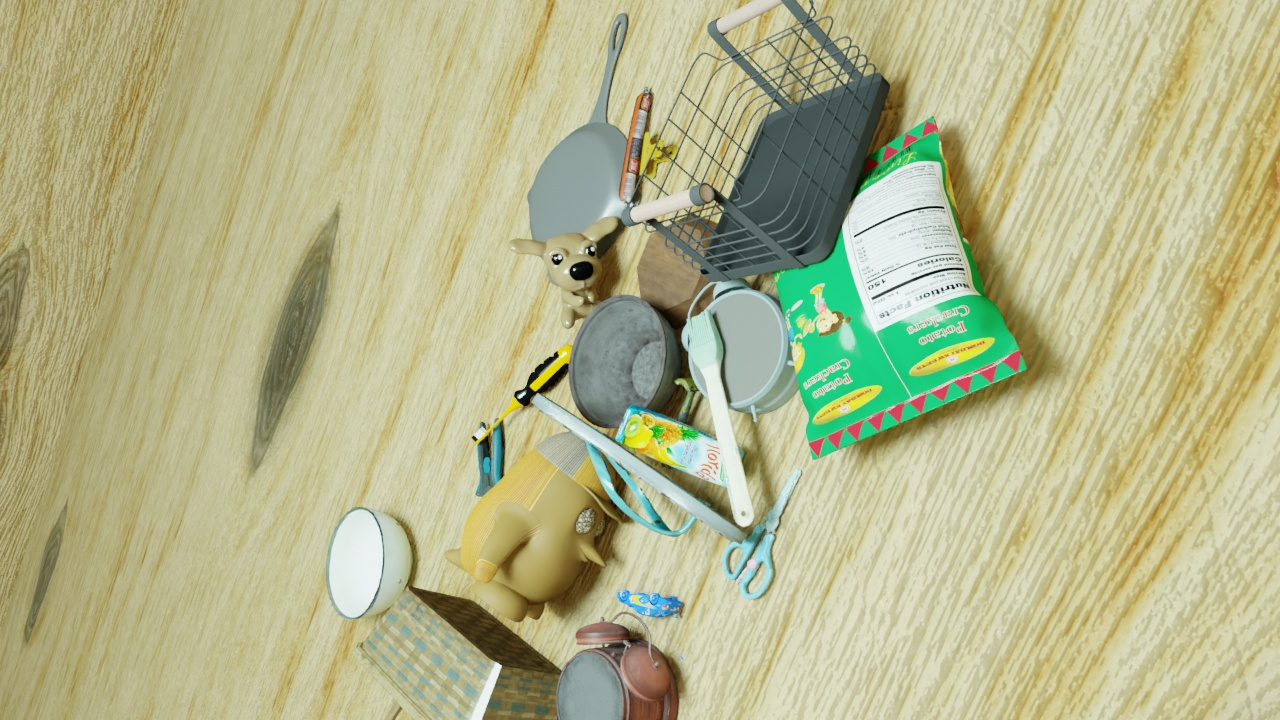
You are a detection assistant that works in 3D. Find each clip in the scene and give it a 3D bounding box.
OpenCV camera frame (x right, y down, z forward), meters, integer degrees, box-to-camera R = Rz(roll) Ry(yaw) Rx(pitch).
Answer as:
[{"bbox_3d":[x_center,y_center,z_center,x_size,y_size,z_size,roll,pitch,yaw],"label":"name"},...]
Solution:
[{"bbox_3d":[0.015,-0.243,1.065,0.047,0.039,0.053,-1,78,51],"label":"clip"}]

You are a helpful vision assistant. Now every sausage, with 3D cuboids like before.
[{"bbox_3d":[-0.007,-0.255,1.092,0.020,0.020,0.155,-2,74,44],"label":"sausage"}]

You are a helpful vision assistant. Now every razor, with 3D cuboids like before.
[{"bbox_3d":[0.043,0.067,0.970,0.026,0.042,0.106,31,112,35],"label":"razor"}]

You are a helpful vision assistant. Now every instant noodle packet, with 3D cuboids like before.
[{"bbox_3d":[0.203,-0.063,0.800,0.196,0.090,0.252,-30,55,35],"label":"instant noodle packet"}]

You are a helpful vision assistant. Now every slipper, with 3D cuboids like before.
[{"bbox_3d":[-0.011,0.121,0.929,0.269,0.098,0.054,33,89,26],"label":"slipper"}]

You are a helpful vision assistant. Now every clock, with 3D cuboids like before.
[{"bbox_3d":[-0.024,0.333,0.940,0.121,0.072,0.158,26,99,44],"label":"clock"},{"bbox_3d":[0.100,-0.018,0.922,0.123,0.045,0.159,-53,51,21],"label":"clock"}]

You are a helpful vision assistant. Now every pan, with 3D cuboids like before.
[{"bbox_3d":[-0.069,-0.270,1.159,0.217,0.024,0.354,13,89,45],"label":"pan"}]

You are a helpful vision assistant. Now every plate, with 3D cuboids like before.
[{"bbox_3d":[0.040,-0.101,1.012,0.132,0.025,0.131,-12,72,42],"label":"plate"}]

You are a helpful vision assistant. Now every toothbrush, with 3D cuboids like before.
[{"bbox_3d":[-0.147,0.046,1.150,0.031,0.031,0.197,45,114,-6],"label":"toothbrush"}]

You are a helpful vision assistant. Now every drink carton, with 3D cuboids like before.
[{"bbox_3d":[0.041,0.085,0.917,0.129,0.038,0.044,22,97,6],"label":"drink carton"}]

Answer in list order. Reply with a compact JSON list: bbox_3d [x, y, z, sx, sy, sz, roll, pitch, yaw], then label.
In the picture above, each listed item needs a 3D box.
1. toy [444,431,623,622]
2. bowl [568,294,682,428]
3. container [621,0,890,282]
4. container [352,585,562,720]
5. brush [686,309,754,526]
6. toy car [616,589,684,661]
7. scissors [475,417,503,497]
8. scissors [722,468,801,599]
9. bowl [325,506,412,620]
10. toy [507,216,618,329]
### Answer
[{"bbox_3d":[-0.100,0.176,1.012,0.162,0.198,0.203,32,84,15],"label":"toy"},{"bbox_3d":[-0.006,0.006,1.003,0.145,0.067,0.144,-12,72,42],"label":"bowl"},{"bbox_3d":[0.103,-0.200,0.844,0.163,0.130,0.240,-5,56,53],"label":"container"},{"bbox_3d":[-0.221,0.398,1.063,0.250,0.157,0.186,20,84,45],"label":"container"},{"bbox_3d":[0.078,0.054,0.888,0.033,0.012,0.217,-27,65,37],"label":"brush"},{"bbox_3d":[0.012,0.271,0.944,0.092,0.033,0.061,-8,68,43],"label":"toy car"},{"bbox_3d":[-0.198,0.147,1.187,0.137,0.019,0.129,41,103,36],"label":"scissors"},{"bbox_3d":[0.121,0.162,0.887,0.063,0.015,0.139,33,97,47],"label":"scissors"},{"bbox_3d":[-0.373,0.285,1.289,0.154,0.072,0.153,-13,71,41],"label":"bowl"},{"bbox_3d":[-0.078,-0.099,1.080,0.106,0.134,0.108,-132,29,-61],"label":"toy"}]
